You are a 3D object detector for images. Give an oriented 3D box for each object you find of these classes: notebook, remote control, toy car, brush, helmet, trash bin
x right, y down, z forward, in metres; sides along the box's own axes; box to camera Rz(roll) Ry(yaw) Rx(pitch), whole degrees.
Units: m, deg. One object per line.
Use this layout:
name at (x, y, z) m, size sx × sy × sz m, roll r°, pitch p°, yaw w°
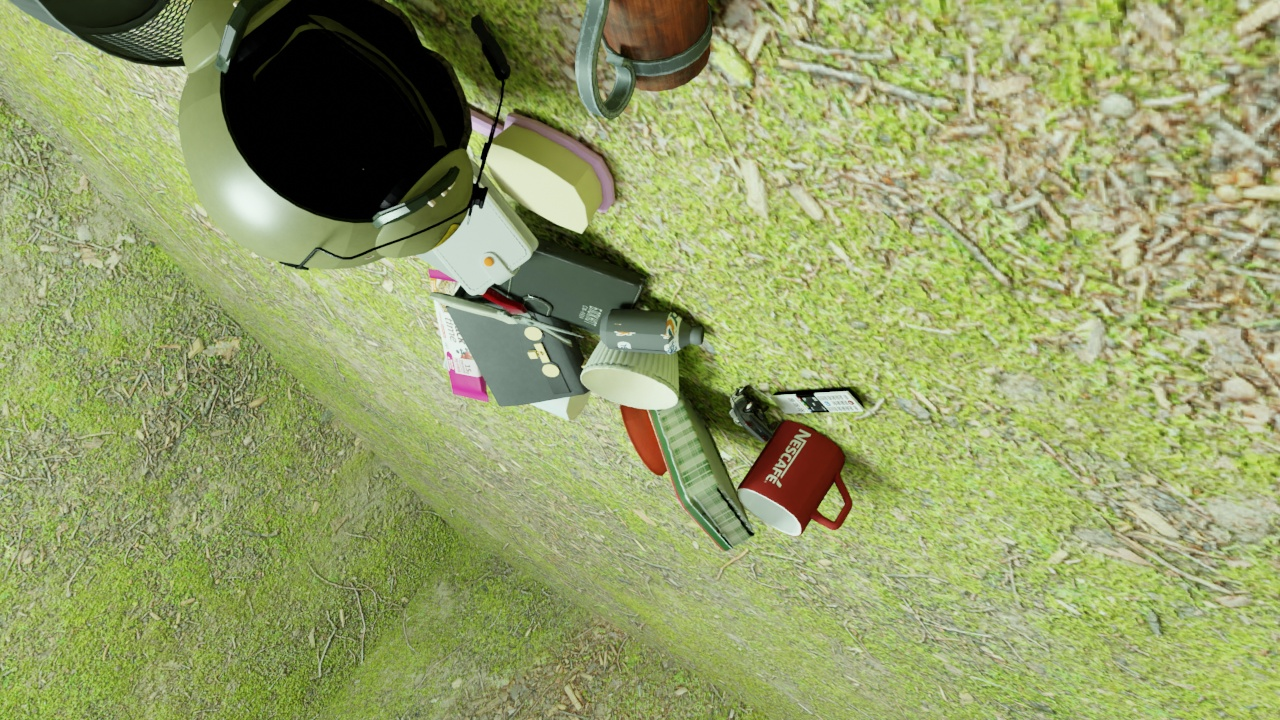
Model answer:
notebook at (-0.108, -0.090, 1.021) m, size 0.209 × 0.029 × 0.170 m, roll 22°, pitch 158°, yaw -4°
remote control at (0.180, 0.041, 0.940) m, size 0.028 × 0.011 × 0.124 m, roll 45°, pitch 157°, yaw -18°
toy car at (0.120, 0.061, 1.004) m, size 0.040 × 0.037 × 0.092 m, roll 41°, pitch -169°, yaw -14°
brush at (-0.129, -0.201, 0.884) m, size 0.229 × 0.043 × 0.089 m, roll 30°, pitch 157°, yaw 17°
helmet at (-0.245, -0.198, 0.753) m, size 0.250 × 0.255 × 0.233 m, roll 46°, pitch 154°, yaw -18°
trash bin at (-0.479, -0.388, 0.828) m, size 0.227 × 0.217 × 0.218 m, roll 23°, pitch 155°, yaw 41°

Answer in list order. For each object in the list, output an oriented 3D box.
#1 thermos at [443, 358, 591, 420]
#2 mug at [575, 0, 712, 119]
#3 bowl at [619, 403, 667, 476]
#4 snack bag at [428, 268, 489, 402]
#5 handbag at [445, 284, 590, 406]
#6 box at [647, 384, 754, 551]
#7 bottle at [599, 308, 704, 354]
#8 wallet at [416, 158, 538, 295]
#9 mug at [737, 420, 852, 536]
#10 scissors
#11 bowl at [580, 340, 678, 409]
thermos at (-0.179, 0.009, 1.338) m, size 0.220 × 0.099 × 0.099 m, roll 23°, pitch 155°, yaw 18°
mug at (-0.004, -0.218, 0.566) m, size 0.081 × 0.117 × 0.111 m, roll 27°, pitch 160°, yaw 23°
bowl at (0.018, 0.087, 1.187) m, size 0.035 × 0.121 × 0.122 m, roll -26°, pitch 126°, yaw 16°
snack bag at (-0.254, -0.033, 1.284) m, size 0.070 × 0.016 × 0.197 m, roll 11°, pitch 120°, yaw 29°
handbag at (-0.117, -0.026, 1.170) m, size 0.196 × 0.072 × 0.176 m, roll 0°, pitch 133°, yaw 24°
box at (0.066, 0.120, 1.082) m, size 0.118 × 0.050 × 0.205 m, roll 55°, pitch -171°, yaw -38°
bottle at (0.013, -0.031, 0.986) m, size 0.112 × 0.046 × 0.047 m, roll 4°, pitch 148°, yaw 15°
wallet at (-0.179, -0.123, 0.922) m, size 0.115 × 0.037 × 0.118 m, roll -30°, pitch 109°, yaw 23°
mug at (0.181, 0.138, 1.019) m, size 0.116 × 0.096 × 0.080 m, roll 28°, pitch 157°, yaw 23°
scissors at (-0.170, -0.063, 1.082) m, size 0.180 × 0.015 × 0.198 m, roll 4°, pitch 157°, yaw 35°
bowl at (-0.006, 0.006, 1.057) m, size 0.115 × 0.062 × 0.115 m, roll 12°, pitch 158°, yaw 5°
